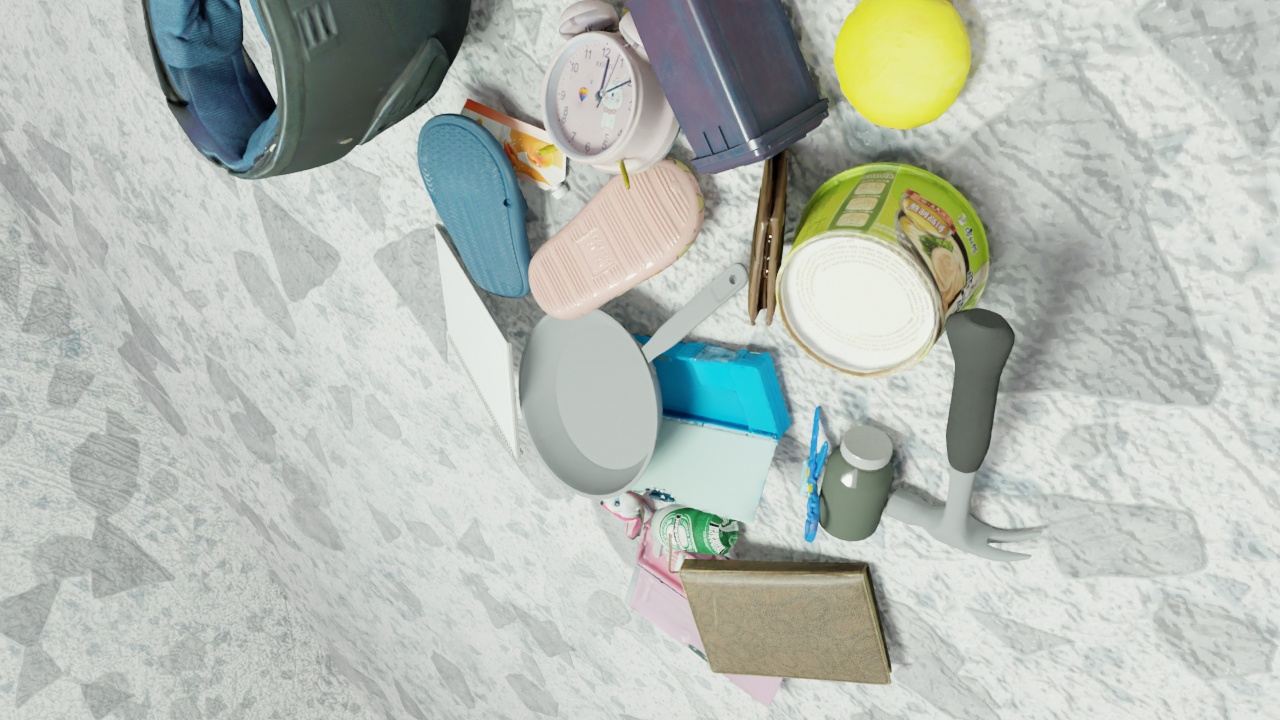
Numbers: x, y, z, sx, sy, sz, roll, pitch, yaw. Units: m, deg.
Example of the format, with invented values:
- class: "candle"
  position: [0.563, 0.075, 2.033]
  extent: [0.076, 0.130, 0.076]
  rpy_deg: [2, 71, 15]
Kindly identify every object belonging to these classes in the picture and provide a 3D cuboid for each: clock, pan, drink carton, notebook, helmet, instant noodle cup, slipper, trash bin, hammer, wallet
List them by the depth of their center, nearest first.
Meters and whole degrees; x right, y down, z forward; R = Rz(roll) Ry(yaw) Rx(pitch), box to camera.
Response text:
- class: "trash bin"
  position: [0.063, -0.223, 0.658]
  extent: [0.092, 0.093, 0.161]
  rpy_deg: [-1, 119, 57]
- class: "instant noodle cup"
  position: [0.170, -0.060, 0.666]
  extent: [0.146, 0.097, 0.146]
  rpy_deg: [18, 130, 22]
- class: "hammer"
  position: [0.252, 0.067, 0.698]
  extent: [0.125, 0.029, 0.311]
  rpy_deg: [22, 152, 28]
- class: "wallet"
  position: [0.099, -0.099, 0.713]
  extent: [0.027, 0.120, 0.099]
  rpy_deg: [6, 131, 7]
- class: "clock"
  position: [-0.022, -0.229, 0.745]
  extent: [0.117, 0.058, 0.158]
  rpy_deg: [27, 114, 32]
- class: "helmet"
  position: [-0.277, -0.311, 0.808]
  extent: [0.249, 0.235, 0.317]
  rpy_deg: [50, 145, 0]
- class: "slipper"
  position: [-0.015, -0.106, 0.843]
  extent: [0.198, 0.081, 0.093]
  rpy_deg: [-35, 83, 29]
- class: "pan"
  position: [-0.005, 0.005, 0.890]
  extent: [0.358, 0.050, 0.200]
  rpy_deg: [-38, 72, 40]
- class: "drink carton"
  position: [-0.123, -0.209, 0.911]
  extent: [0.122, 0.038, 0.069]
  rpy_deg: [26, 137, 19]
- class: "slipper"
  position: [-0.154, -0.155, 0.936]
  extent: [0.104, 0.059, 0.214]
  rpy_deg: [7, 134, 25]
- class: "notebook"
  position: [0.147, 0.263, 0.987]
  extent: [0.216, 0.034, 0.190]
  rpy_deg: [-6, 114, 29]
- class: "notebook"
  position: [-0.190, -0.023, 1.070]
  extent: [0.245, 0.013, 0.178]
  rpy_deg: [53, 151, 42]

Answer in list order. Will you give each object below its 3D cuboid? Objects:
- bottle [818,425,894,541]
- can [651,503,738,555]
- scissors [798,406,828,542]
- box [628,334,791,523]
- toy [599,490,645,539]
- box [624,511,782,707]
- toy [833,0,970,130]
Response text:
- class: "bottle"
  position: [0.196, 0.112, 0.835]
  extent: [0.060, 0.060, 0.109]
  rpy_deg: [28, 138, 26]
- class: "can"
  position: [0.063, 0.192, 1.044]
  extent: [0.101, 0.053, 0.053]
  rpy_deg: [-5, 118, 47]
- class: "scissors"
  position: [0.163, 0.106, 0.861]
  extent: [0.015, 0.127, 0.125]
  rpy_deg: [5, 89, -1]
- class: "box"
  position: [0.037, 0.057, 0.945]
  extent: [0.244, 0.071, 0.170]
  rpy_deg: [9, 104, 41]
- class: "toy"
  position: [-0.027, 0.161, 1.109]
  extent: [0.065, 0.050, 0.102]
  rpy_deg: [-132, 29, -68]
- class: "box"
  position: [0.089, 0.305, 1.127]
  extent: [0.233, 0.039, 0.179]
  rpy_deg: [33, 135, 21]
- class: "toy"
  position: [0.172, -0.200, 0.609]
  extent: [0.096, 0.041, 0.094]
  rpy_deg: [17, 127, 37]
